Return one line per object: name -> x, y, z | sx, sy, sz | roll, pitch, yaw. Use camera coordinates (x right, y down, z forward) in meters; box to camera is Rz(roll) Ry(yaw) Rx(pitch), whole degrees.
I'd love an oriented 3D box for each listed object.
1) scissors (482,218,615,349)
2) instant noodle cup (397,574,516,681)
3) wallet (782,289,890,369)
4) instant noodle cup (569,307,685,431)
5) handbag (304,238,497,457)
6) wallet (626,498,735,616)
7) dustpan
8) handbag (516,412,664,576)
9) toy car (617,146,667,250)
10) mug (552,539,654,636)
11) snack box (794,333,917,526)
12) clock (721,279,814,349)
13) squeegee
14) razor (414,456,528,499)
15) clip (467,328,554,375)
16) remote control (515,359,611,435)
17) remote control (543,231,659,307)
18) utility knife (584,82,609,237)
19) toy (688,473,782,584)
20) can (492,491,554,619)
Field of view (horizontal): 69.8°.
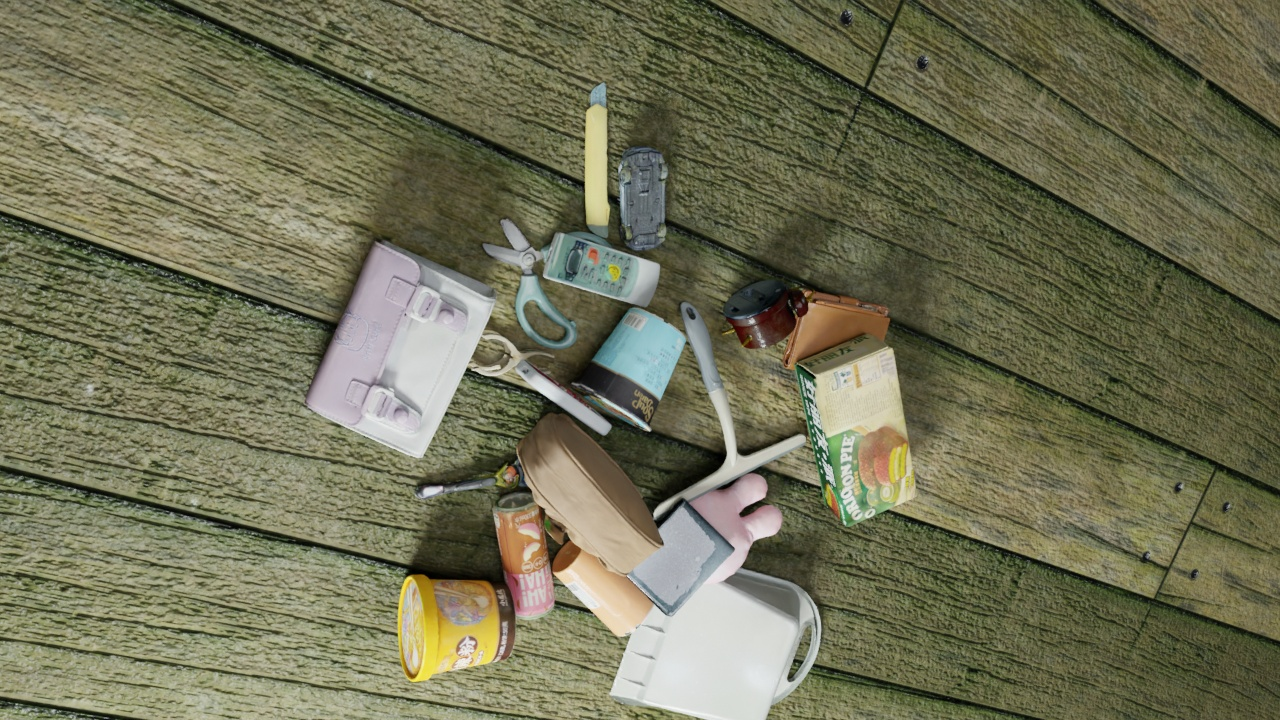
scissors -> -0.094, -0.108, 1.071 | 0.176, 0.019, 0.174 | -32, 110, -9
instant noodle cup -> -0.215, 0.310, 1.079 | 0.114, 0.118, 0.118 | 4, 101, -29
wallet -> 0.259, -0.031, 1.206 | 0.131, 0.031, 0.108 | 8, 103, -21
instant noodle cup -> -0.006, 0.006, 1.088 | 0.111, 0.111, 0.120 | 34, 81, -23
handbag -> -0.258, -0.014, 0.990 | 0.145, 0.098, 0.197 | 25, 98, -9
wallet -> 0.045, 0.246, 1.138 | 0.120, 0.019, 0.097 | -45, 101, -5
dustpan -> 0.122, 0.388, 1.270 | 0.258, 0.142, 0.223 | 20, 96, 7
handbag -> -0.066, 0.157, 1.076 | 0.100, 0.147, 0.204 | -37, 112, 5
toy car -> 0.002, -0.189, 1.076 | 0.054, 0.037, 0.121 | -10, 116, -18
mug -> -0.049, 0.279, 1.150 | 0.123, 0.078, 0.078 | 43, 86, -19
snack box -> 0.287, 0.093, 1.210 | 0.114, 0.063, 0.240 | -22, 116, -9
clock -> 0.160, -0.063, 1.137 | 0.122, 0.082, 0.055 | -32, 115, -9
squeegee -> 0.094, 0.044, 1.151 | 0.246, 0.039, 0.246 | -22, 104, -24
razor -> -0.197, 0.145, 1.093 | 0.142, 0.022, 0.043 | -10, 104, -17
clip -> -0.158, 0.006, 1.068 | 0.104, 0.035, 0.089 | 35, 86, -31
remote control -> -0.088, 0.043, 1.073 | 0.136, 0.056, 0.020 | 39, 88, -38
remote control -> -0.043, -0.105, 1.069 | 0.135, 0.019, 0.056 | 16, 96, -22
utility knife -> -0.049, -0.230, 1.058 | 0.031, 0.019, 0.175 | -3, 105, -23
toy -> 0.108, 0.217, 1.193 | 0.159, 0.054, 0.121 | -25, 90, -17
can -> -0.141, 0.236, 1.114 | 0.057, 0.058, 0.147 | -11, 106, -17
